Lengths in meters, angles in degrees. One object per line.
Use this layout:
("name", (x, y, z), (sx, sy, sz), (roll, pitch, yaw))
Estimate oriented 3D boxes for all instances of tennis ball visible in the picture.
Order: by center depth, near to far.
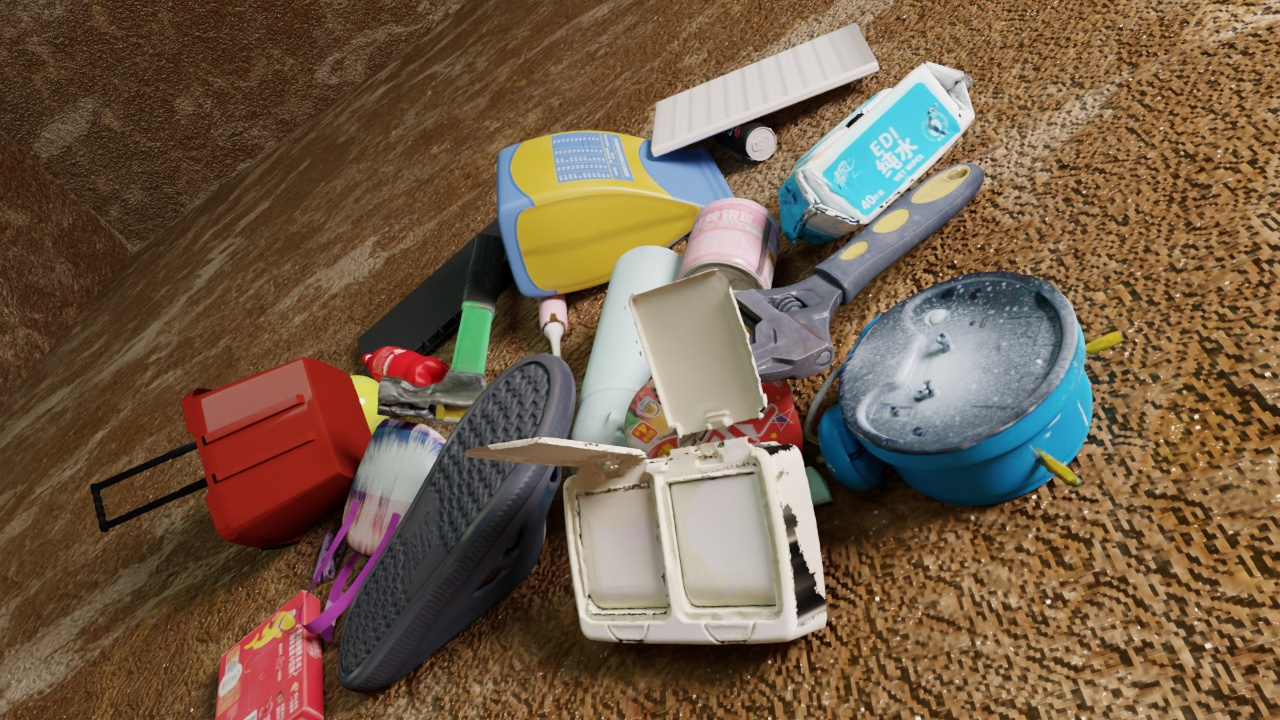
("tennis ball", (-0.276, 0.047, 0.890), (0.065, 0.065, 0.065), (-28, 32, 20))

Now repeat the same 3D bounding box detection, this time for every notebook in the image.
("notebook", (0.111, -0.258, 0.868), (0.210, 0.009, 0.142), (-18, 30, 15))
("notebook", (-0.217, -0.069, 1.024), (0.231, 0.019, 0.169), (-42, 29, -2))

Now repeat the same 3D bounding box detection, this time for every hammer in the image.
("hammer", (-0.147, -0.041, 0.830), (0.130, 0.032, 0.318), (5, 30, -8))

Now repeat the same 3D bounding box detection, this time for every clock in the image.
("clock", (0.151, 0.015, 0.469), (0.162, 0.060, 0.116), (-1, 49, 49))

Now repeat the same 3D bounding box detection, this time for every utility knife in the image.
("utility knife", (0.037, 0.095, 0.535), (0.159, 0.015, 0.022), (-24, 65, 27))

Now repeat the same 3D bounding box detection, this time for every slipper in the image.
("slipper", (-0.105, 0.121, 0.606), (0.268, 0.083, 0.110), (-53, 30, 16))

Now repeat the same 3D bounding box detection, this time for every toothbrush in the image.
("toothbrush", (-0.079, -0.044, 0.831), (0.027, 0.027, 0.222), (-10, 33, -2))

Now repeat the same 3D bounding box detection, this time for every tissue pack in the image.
("tissue pack", (0.156, -0.139, 0.634), (0.144, 0.061, 0.093), (-43, 3, -3))

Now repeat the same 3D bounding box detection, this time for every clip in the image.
("clip", (-0.260, 0.164, 0.774), (0.036, 0.013, 0.052), (-28, 35, 22))

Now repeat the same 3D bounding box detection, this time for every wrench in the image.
("wrench", (0.133, -0.061, 0.540), (0.073, 0.022, 0.272), (22, 45, 38))

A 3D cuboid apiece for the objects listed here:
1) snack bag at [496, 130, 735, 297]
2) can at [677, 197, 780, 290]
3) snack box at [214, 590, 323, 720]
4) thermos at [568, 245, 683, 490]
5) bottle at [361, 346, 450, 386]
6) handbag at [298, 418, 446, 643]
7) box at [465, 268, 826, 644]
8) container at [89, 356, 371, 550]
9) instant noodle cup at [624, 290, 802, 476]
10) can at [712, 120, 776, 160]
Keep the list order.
("snack bag", (-0.025, -0.150, 0.851), (0.205, 0.102, 0.158), (-13, 33, 0))
("can", (0.065, -0.071, 0.667), (0.067, 0.067, 0.076), (-18, 38, 33))
("snack box", (-0.276, 0.242, 0.680), (0.089, 0.021, 0.133), (-40, 30, 1))
("thermos", (-0.004, 0.004, 0.647), (0.206, 0.065, 0.078), (-79, 9, -46))
("bottle", (-0.234, 0.010, 0.903), (0.142, 0.042, 0.041), (12, 58, 45))
("handbag", (-0.203, 0.135, 0.710), (0.145, 0.068, 0.169), (3, 57, 48))
("box", (-0.003, 0.064, 0.457), (0.145, 0.186, 0.100), (-17, 4, 39))
("container", (-0.347, 0.094, 0.807), (0.201, 0.127, 0.148), (-25, 74, 6))
("instant noodle cup", (0.049, 0.015, 0.557), (0.101, 0.100, 0.112), (-24, 25, 25))
("can", (0.094, -0.207, 0.846), (0.031, 0.031, 0.080), (-40, 30, 1))
